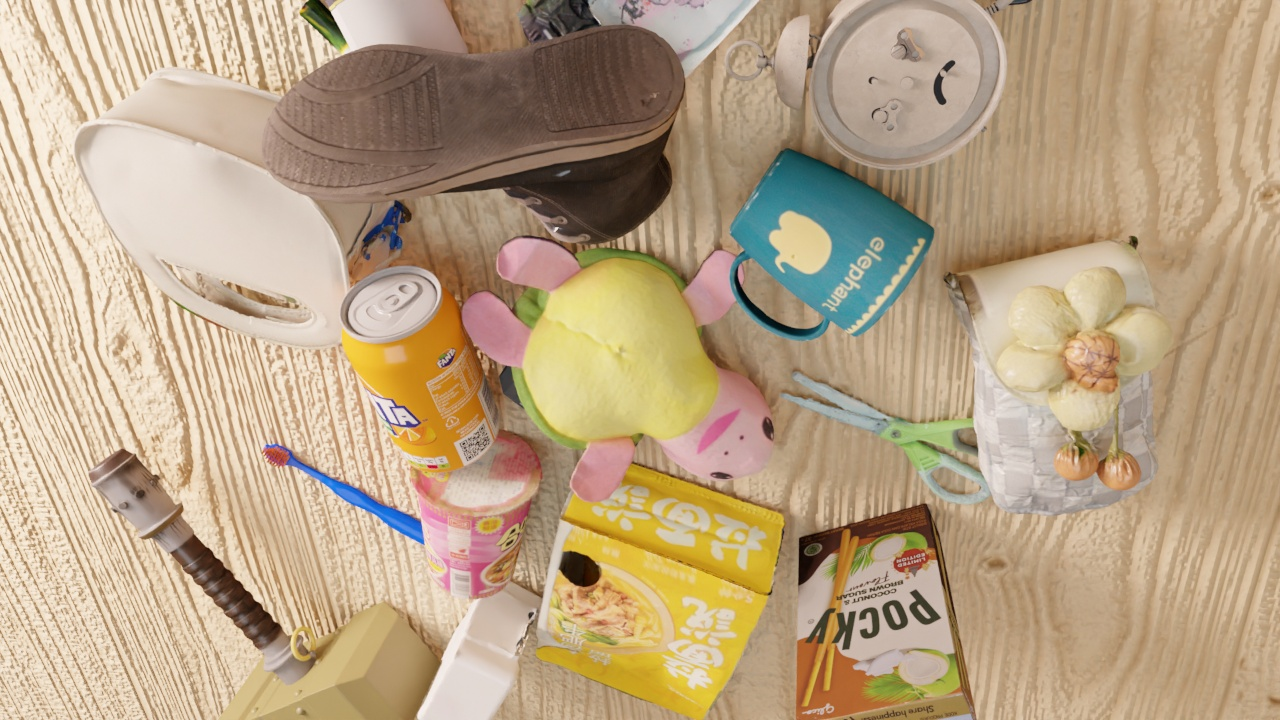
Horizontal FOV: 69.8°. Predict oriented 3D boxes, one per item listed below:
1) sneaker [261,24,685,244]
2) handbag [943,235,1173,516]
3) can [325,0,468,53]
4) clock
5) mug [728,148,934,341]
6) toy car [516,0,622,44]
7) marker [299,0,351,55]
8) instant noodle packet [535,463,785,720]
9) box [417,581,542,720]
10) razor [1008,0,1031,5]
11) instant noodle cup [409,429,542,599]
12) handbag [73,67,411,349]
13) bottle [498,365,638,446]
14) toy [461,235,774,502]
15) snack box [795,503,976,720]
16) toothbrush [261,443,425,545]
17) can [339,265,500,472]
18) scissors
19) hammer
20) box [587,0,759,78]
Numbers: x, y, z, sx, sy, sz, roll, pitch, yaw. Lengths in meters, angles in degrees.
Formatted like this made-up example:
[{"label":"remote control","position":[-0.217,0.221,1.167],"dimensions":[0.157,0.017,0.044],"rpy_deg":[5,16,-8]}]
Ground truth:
[{"label":"sneaker","position":[-0.092,-0.120,0.538],"dimensions":[0.235,0.120,0.095],"rpy_deg":[-12,71,-1]},{"label":"handbag","position":[0.262,0.022,0.563],"dimensions":[0.112,0.123,0.171],"rpy_deg":[-12,108,9]},{"label":"can","position":[-0.150,-0.208,0.556],"dimensions":[0.064,0.064,0.127],"rpy_deg":[-18,112,19]},{"label":"clock","position":[0.128,-0.171,0.525],"dimensions":[0.157,0.061,0.103],"rpy_deg":[4,130,5]},{"label":"mug","position":[0.105,-0.066,0.572],"dimensions":[0.104,0.084,0.112],"rpy_deg":[35,120,-1]},{"label":"toy car","position":[-0.022,-0.220,0.545],"dimensions":[0.105,0.033,0.048],"rpy_deg":[-36,102,14]},{"label":"marker","position":[-0.163,-0.178,0.602],"dimensions":[0.017,0.017,0.146],"rpy_deg":[-39,104,25]},{"label":"instant noodle packet","position":[0.004,0.202,0.737],"dimensions":[0.163,0.084,0.222],"rpy_deg":[17,125,4]},{"label":"box","position":[-0.121,0.247,0.762],"dimensions":[0.076,0.107,0.103],"rpy_deg":[28,118,-8]},{"label":"razor","position":[0.201,-0.260,0.478],"dimensions":[0.047,0.052,0.143],"rpy_deg":[-1,126,13]},{"label":"instant noodle cup","position":[-0.129,0.123,0.711],"dimensions":[0.098,0.097,0.109],"rpy_deg":[13,126,4]},{"label":"handbag","position":[-0.264,-0.093,0.636],"dimensions":[0.200,0.092,0.200],"rpy_deg":[19,139,0]},{"label":"bottle","position":[-0.050,0.032,0.671],"dimensions":[0.112,0.046,0.047],"rpy_deg":[35,117,-8]},{"label":"toy","position":[-0.004,0.004,0.621],"dimensions":[0.238,0.088,0.190],"rpy_deg":[30,85,-16]},{"label":"snack box","position":[0.160,0.177,0.625],"dimensions":[0.101,0.185,0.032],"rpy_deg":[-20,111,19]},{"label":"toothbrush","position":[-0.234,0.118,0.765],"dimensions":[0.182,0.018,0.016],"rpy_deg":[30,94,-5]},{"label":"can","position":[-0.150,0.009,0.636],"dimensions":[0.079,0.078,0.143],"rpy_deg":[1,139,10]},{"label":"scissors","position":[0.184,0.043,0.653],"dimensions":[0.175,0.032,0.078],"rpy_deg":[24,122,-6]},{"label":"hammer","position":[-0.345,0.209,0.786],"dimensions":[0.191,0.100,0.325],"rpy_deg":[-26,109,22]},{"label":"box","position":[0.032,-0.268,0.487],"dimensions":[0.202,0.073,0.149],"rpy_deg":[-45,134,15]}]
